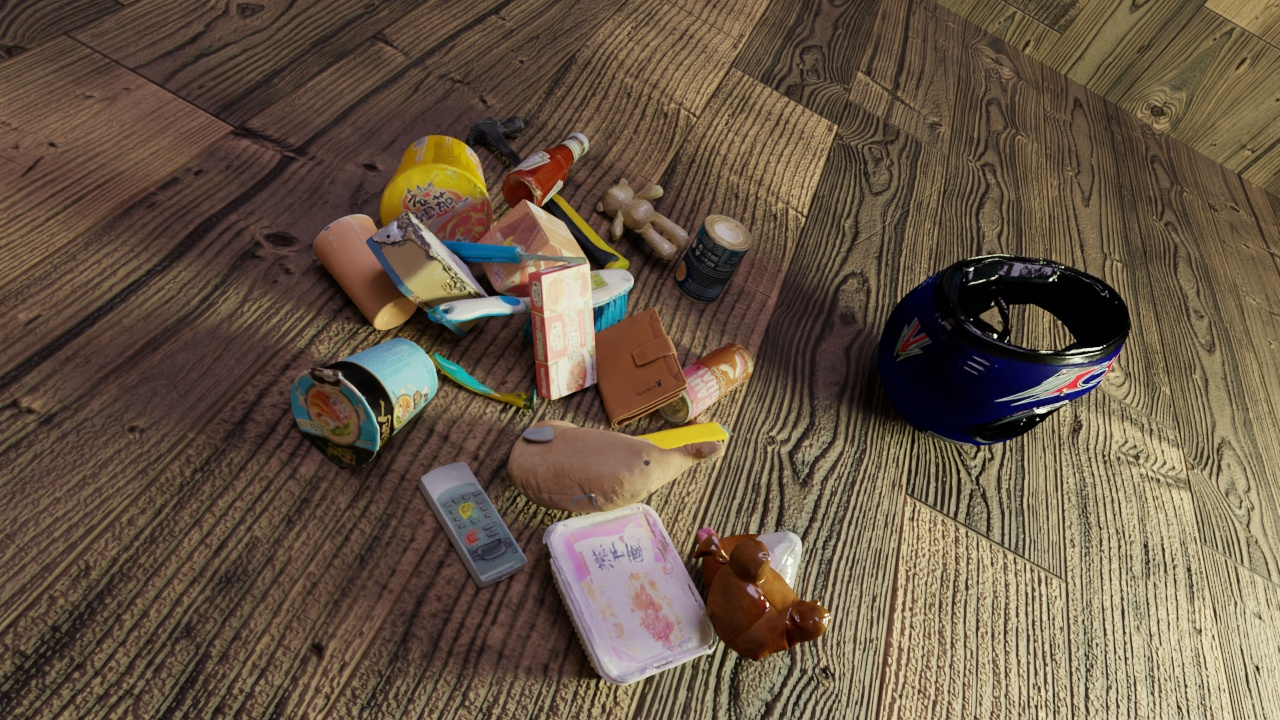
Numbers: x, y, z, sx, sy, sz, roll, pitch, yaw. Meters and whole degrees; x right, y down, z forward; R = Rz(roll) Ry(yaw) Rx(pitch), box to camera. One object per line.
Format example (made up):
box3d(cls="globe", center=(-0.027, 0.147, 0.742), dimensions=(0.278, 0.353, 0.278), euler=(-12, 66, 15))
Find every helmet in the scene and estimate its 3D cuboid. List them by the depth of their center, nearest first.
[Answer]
box3d(cls="helmet", center=(0.487, -0.002, 1.283), dimensions=(0.315, 0.241, 0.247), euler=(-4, 51, -18))

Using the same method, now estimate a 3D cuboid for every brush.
box3d(cls="brush", center=(-0.127, -0.060, 1.106), dimensions=(0.313, 0.110, 0.060), euler=(-21, 63, -38))

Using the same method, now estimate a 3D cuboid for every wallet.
box3d(cls="wallet", center=(-0.007, 0.007, 1.127), dimensions=(0.108, 0.031, 0.131), euler=(-26, 56, 8))

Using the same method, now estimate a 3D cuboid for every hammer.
box3d(cls="hammer", center=(-0.136, -0.237, 1.322), dimensions=(0.125, 0.032, 0.323), euler=(-26, 66, -42))

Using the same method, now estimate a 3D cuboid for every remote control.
box3d(cls="remote control", center=(-0.172, 0.164, 0.935), dimensions=(0.056, 0.019, 0.135), euler=(-17, 60, -38))

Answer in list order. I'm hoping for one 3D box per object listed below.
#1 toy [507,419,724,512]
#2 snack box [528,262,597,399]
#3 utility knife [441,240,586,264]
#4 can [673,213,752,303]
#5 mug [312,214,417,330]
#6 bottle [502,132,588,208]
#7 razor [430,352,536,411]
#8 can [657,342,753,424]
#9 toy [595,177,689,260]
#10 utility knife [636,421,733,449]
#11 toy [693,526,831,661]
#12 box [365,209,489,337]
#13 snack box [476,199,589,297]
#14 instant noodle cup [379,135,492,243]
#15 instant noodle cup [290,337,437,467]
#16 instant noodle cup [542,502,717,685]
box3d(cls="toy", center=(-0.029, 0.111, 0.959), dimensions=(0.226, 0.083, 0.143), euler=(4, 28, 19))
box3d(cls="snack box", center=(-0.090, -0.036, 1.081), dimensions=(0.025, 0.153, 0.075), euler=(16, 26, 42))
box3d(cls="utility knife", center=(-0.163, -0.126, 1.091), dimensions=(0.237, 0.034, 0.018), euler=(6, 68, 28))
box3d(cls="can", center=(0.103, -0.145, 1.307), dimensions=(0.075, 0.111, 0.075), euler=(15, 45, -16))
box3d(cls="mug", center=(-0.315, -0.099, 1.067), dimensions=(0.078, 0.078, 0.122), euler=(-24, 70, -41))
box3d(cls="bottle", center=(-0.126, -0.272, 1.294), dimensions=(0.060, 0.060, 0.205), euler=(32, 38, 1))
box3d(cls="razor", center=(-0.181, 0.025, 1.053), dimensions=(0.132, 0.028, 0.043), euler=(24, 20, -12))
box3d(cls="can", center=(0.083, 0.027, 1.175), dimensions=(0.058, 0.058, 0.146), euler=(45, 44, 15))
box3d(cls="toy", center=(0.005, -0.205, 1.340), dimensions=(0.157, 0.066, 0.105), euler=(42, 88, 23))
box3d(cls="utility knife", center=(0.049, 0.098, 1.122), dimensions=(0.163, 0.015, 0.033), euler=(-7, 61, -35))
box3d(cls="toy", center=(0.117, 0.223, 0.937), dimensions=(0.130, 0.200, 0.140), euler=(-41, 87, -6))
box3d(cls="box", center=(-0.232, -0.094, 1.046), dimensions=(0.061, 0.184, 0.089), euler=(-37, 66, -1))
box3d(cls="snack box", center=(-0.137, -0.131, 1.150), dimensions=(0.077, 0.094, 0.092), euler=(58, 17, 26))
box3d(cls="instant noodle cup", center=(-0.256, -0.212, 1.165), dimensions=(0.138, 0.138, 0.109), euler=(13, 36, -18))
box3d(cls="instant noodle cup", center=(-0.275, 0.033, 0.946), dimensions=(0.111, 0.111, 0.120), euler=(38, 37, 8))
box3d(cls="instant noodle cup", center=(-0.019, 0.239, 0.921), dimensions=(0.137, 0.060, 0.173), euler=(-8, 54, -34))
